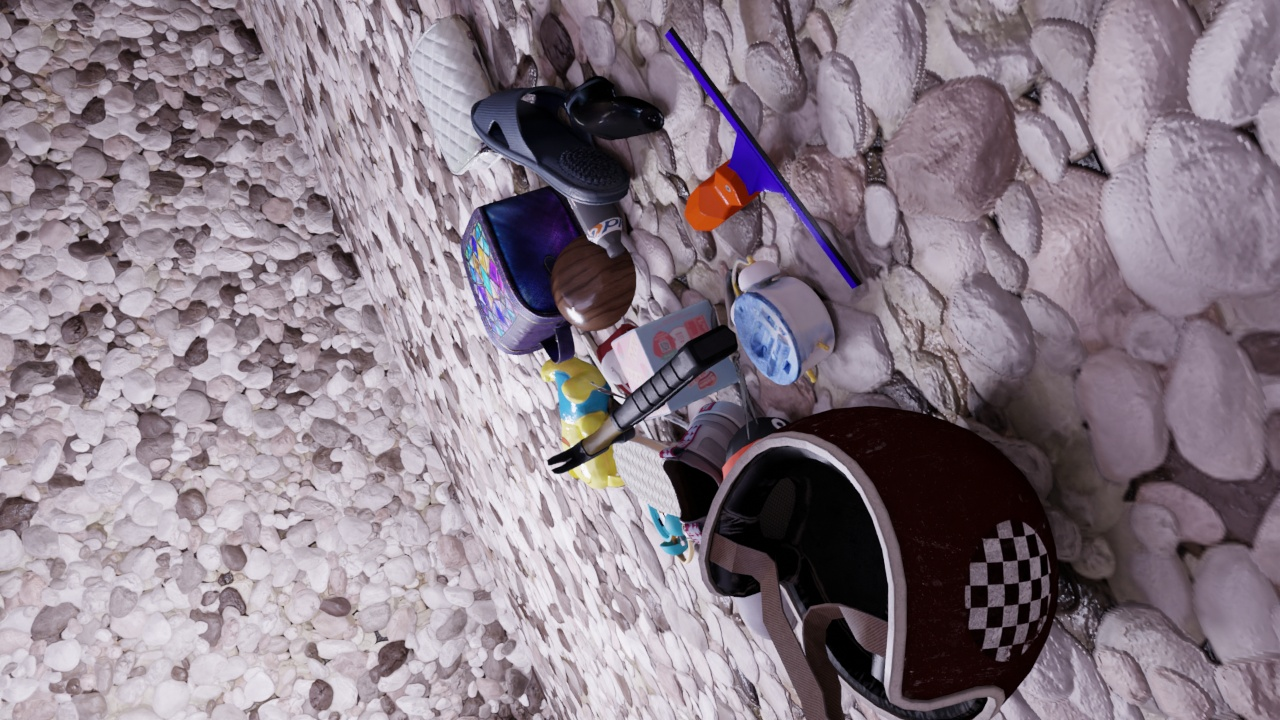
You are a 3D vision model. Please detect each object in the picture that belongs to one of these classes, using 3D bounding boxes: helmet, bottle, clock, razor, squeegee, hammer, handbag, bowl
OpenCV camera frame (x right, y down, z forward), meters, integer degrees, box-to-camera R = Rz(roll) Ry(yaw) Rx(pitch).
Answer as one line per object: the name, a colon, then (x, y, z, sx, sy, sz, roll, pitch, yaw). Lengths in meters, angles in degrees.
helmet: (0.160, 0.150, 0.627, 0.234, 0.253, 0.234, 16, 102, 56)
bottle: (-0.051, -0.171, 1.070, 0.112, 0.047, 0.047, 63, 158, 11)
clock: (0.116, -0.038, 0.804, 0.125, 0.051, 0.089, 53, 160, 24)
razor: (-0.024, -0.257, 0.932, 0.141, 0.053, 0.064, 24, 100, 51)
clock: (-0.006, 0.006, 1.051, 0.087, 0.044, 0.124, 39, -159, -21)
clock: (0.041, 0.213, 1.244, 0.099, 0.043, 0.129, 97, 150, -51)
squeegee: (0.072, -0.144, 0.806, 0.249, 0.055, 0.185, 53, 170, -3)
hammer: (-0.004, 0.046, 0.868, 0.025, 0.117, 0.334, 59, 152, 7)
handbag: (-0.145, -0.102, 1.245, 0.222, 0.125, 0.205, 67, 158, 5)
handbag: (-0.247, -0.370, 1.293, 0.139, 0.072, 0.195, -15, 97, 59)
bowl: (-0.064, -0.095, 1.099, 0.119, 0.032, 0.119, 1, 91, 29)

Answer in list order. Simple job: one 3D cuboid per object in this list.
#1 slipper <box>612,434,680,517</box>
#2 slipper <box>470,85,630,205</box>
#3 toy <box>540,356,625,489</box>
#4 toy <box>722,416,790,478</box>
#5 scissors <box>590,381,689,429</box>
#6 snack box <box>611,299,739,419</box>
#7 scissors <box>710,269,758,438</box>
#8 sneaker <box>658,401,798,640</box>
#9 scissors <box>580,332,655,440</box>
slipper: (0.063, 0.151, 1.122, 0.263, 0.052, 0.115, 15, 130, 50)
slipper: (-0.102, -0.267, 1.042, 0.263, 0.101, 0.083, 42, 140, 35)
toy: (-0.077, 0.094, 1.338, 0.149, 0.084, 0.214, -139, 31, -60)
toy: (0.126, 0.101, 0.880, 0.100, 0.097, 0.119, -44, 41, 36)
scissors: (0.021, 0.062, 1.075, 0.165, 0.141, 0.014, 26, 94, 34)
snack box: (0.037, 0.000, 0.975, 0.094, 0.092, 0.080, 66, 157, 1)
scissors: (0.091, -0.007, 0.891, 0.153, 0.012, 0.163, -153, 60, -76)
sneaker: (0.094, 0.181, 0.950, 0.097, 0.128, 0.263, -14, 97, 39)
scissors: (-0.018, 0.036, 1.199, 0.179, 0.015, 0.200, 43, 148, 8)
